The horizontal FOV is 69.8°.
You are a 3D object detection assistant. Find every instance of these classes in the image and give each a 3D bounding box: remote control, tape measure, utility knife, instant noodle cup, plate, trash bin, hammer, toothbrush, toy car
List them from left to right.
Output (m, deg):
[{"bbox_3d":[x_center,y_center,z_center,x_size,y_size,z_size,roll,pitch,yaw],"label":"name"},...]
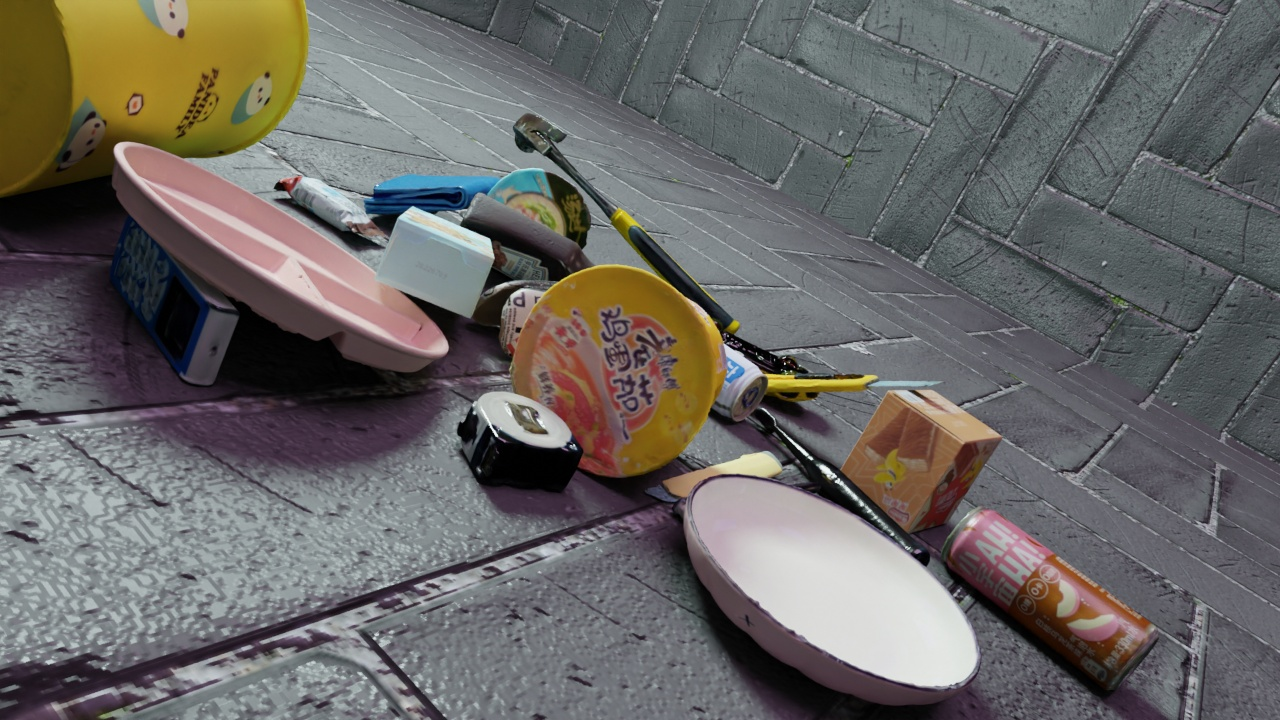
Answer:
[{"bbox_3d":[-0.392,-0.228,0.631,0.229,0.230,0.254,24,25,-5],"label":"trash bin"},{"bbox_3d":[-0.269,-0.039,0.526,0.125,0.049,0.024,39,20,33],"label":"remote control"},{"bbox_3d":[-0.227,-0.061,0.588,0.229,0.028,0.229,35,4,-4],"label":"plate"},{"bbox_3d":[-0.077,0.048,0.567,0.065,0.034,0.066,12,23,-39],"label":"tape measure"},{"bbox_3d":[-0.109,-0.145,0.949,0.111,0.111,0.120,22,11,-11],"label":"instant noodle cup"},{"bbox_3d":[-0.014,-0.140,0.983,0.323,0.032,0.126,45,-2,-8],"label":"hammer"},{"bbox_3d":[-0.004,0.004,0.642,0.138,0.138,0.109,30,12,13],"label":"instant noodle cup"},{"bbox_3d":[0.060,0.084,0.674,0.031,0.018,0.167,33,18,32],"label":"utility knife"},{"bbox_3d":[0.107,0.004,0.911,0.156,0.041,0.071,24,19,-2],"label":"toy car"},{"bbox_3d":[0.084,0.101,0.664,0.180,0.016,0.018,1,37,-50],"label":"toothbrush"},{"bbox_3d":[0.108,0.139,0.554,0.192,0.039,0.192,23,19,-8],"label":"plate"},{"bbox_3d":[0.163,0.019,0.823,0.209,0.015,0.033,-1,14,29],"label":"utility knife"},{"bbox_3d":[0.154,0.099,0.748,0.212,0.026,0.027,47,-7,49],"label":"toothbrush"}]

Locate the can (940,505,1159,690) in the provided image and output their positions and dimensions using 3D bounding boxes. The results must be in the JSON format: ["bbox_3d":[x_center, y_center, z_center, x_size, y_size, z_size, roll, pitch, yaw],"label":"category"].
[{"bbox_3d":[0.300,0.174,0.681,0.057,0.058,0.147,3,29,-49],"label":"can"}]

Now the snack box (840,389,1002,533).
[{"bbox_3d":[0.237,0.084,0.782,0.077,0.094,0.092,39,22,33],"label":"snack box"}]

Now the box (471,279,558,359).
[{"bbox_3d":[-0.065,-0.032,0.775,0.162,0.076,0.088,4,5,-42],"label":"box"}]

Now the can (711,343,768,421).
[{"bbox_3d":[0.049,-0.001,0.830,0.134,0.053,0.053,36,21,28],"label":"can"}]

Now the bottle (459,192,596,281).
[{"bbox_3d":[-0.080,-0.086,0.865,0.195,0.080,0.044,27,62,-13],"label":"bottle"}]

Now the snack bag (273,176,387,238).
[{"bbox_3d":[-0.275,-0.137,0.817,0.105,0.026,0.045,32,10,15],"label":"snack bag"}]

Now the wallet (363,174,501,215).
[{"bbox_3d":[-0.203,-0.165,0.915,0.106,0.040,0.133,-1,15,7],"label":"wallet"}]

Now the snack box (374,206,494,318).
[{"bbox_3d":[-0.161,-0.083,0.732,0.074,0.052,0.175,21,8,-14],"label":"snack box"}]
